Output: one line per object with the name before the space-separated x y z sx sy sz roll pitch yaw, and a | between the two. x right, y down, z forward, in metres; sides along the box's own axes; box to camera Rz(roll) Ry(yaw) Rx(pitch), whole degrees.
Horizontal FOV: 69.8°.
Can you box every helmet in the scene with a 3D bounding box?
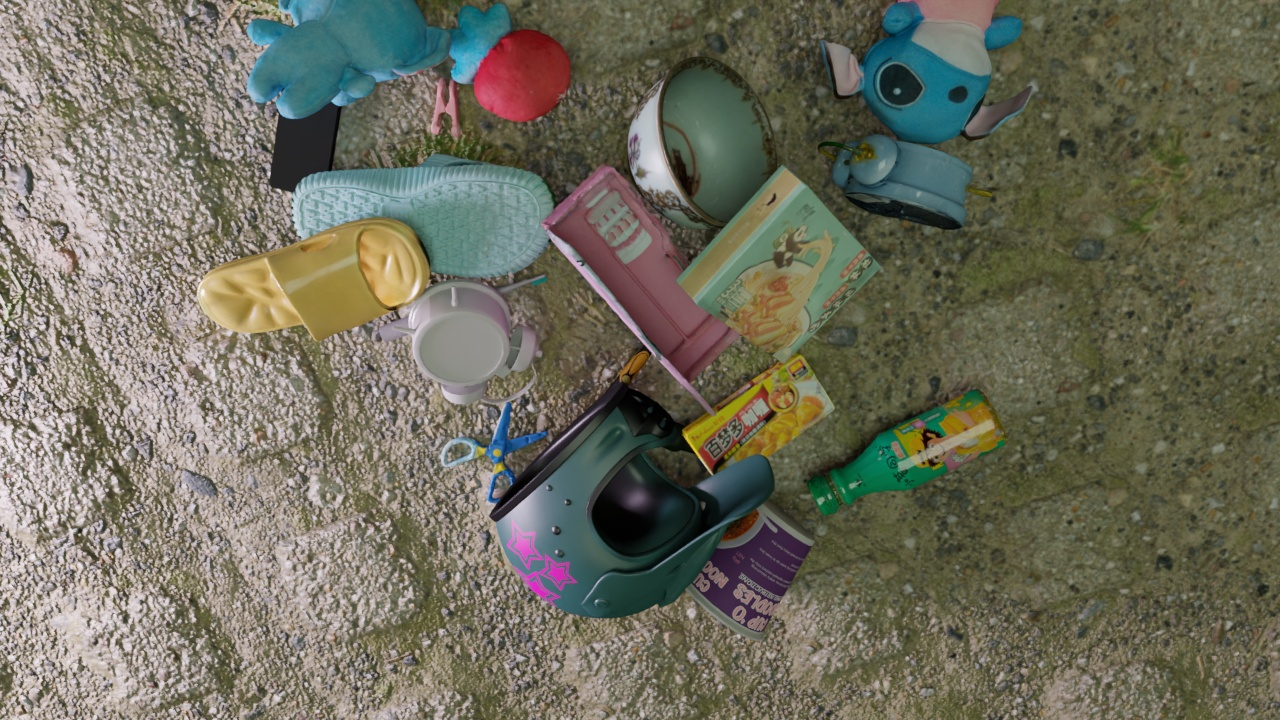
helmet | -0.011 0.155 0.936 0.200 0.176 0.276 44 121 -5

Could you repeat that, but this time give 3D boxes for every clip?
clip | -0.197 -0.249 0.910 0.045 0.023 0.060 -17 112 4

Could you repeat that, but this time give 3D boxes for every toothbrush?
toothbrush | -0.187 -0.058 0.969 0.188 0.018 0.019 -19 108 6

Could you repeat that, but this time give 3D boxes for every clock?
clock | -0.174 -0.015 0.956 0.120 0.061 0.159 -32 128 13
clock | 0.244 -0.173 0.880 0.162 0.118 0.060 17 95 -11

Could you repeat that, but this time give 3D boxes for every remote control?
remote control | -0.333 -0.233 0.919 0.058 0.013 0.133 15 107 -4

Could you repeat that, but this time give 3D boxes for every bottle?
bottle | 0.283 0.105 0.990 0.210 0.068 0.068 -27 105 8
bottle | 0.034 0.082 1.003 0.123 0.033 0.033 23 106 -7

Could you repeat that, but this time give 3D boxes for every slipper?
slipper | -0.213 -0.146 0.919 0.276 0.069 0.116 3 109 9
slipper | -0.329 -0.065 0.907 0.264 0.078 0.099 -9 131 18

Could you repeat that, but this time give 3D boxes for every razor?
razor | -0.006 0.006 0.988 0.044 0.021 0.144 35 107 -10

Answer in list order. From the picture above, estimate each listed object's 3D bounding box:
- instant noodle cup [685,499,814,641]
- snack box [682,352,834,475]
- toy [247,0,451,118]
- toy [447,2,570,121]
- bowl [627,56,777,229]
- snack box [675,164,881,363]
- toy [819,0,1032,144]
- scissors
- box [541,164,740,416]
instant noodle cup | 0.116 0.215 1.010 0.137 0.122 0.122 36 94 -1
snack box | 0.126 0.064 0.985 0.152 0.025 0.075 -35 104 -2
toy | -0.276 -0.282 0.845 0.183 0.115 0.180 29 69 9
toy | -0.129 -0.284 0.881 0.133 0.062 0.092 39 89 7
bowl | 0.045 -0.195 0.875 0.094 0.159 0.160 -10 113 47
snack box | 0.138 -0.085 0.887 0.141 0.044 0.193 -46 143 12
toy | 0.265 -0.300 0.848 0.224 0.099 0.191 7 102 -16
scissors | -0.167 0.100 1.023 0.123 0.016 0.125 14 108 -7
box | 0.019 -0.065 0.878 0.106 0.115 0.232 -44 118 -6
